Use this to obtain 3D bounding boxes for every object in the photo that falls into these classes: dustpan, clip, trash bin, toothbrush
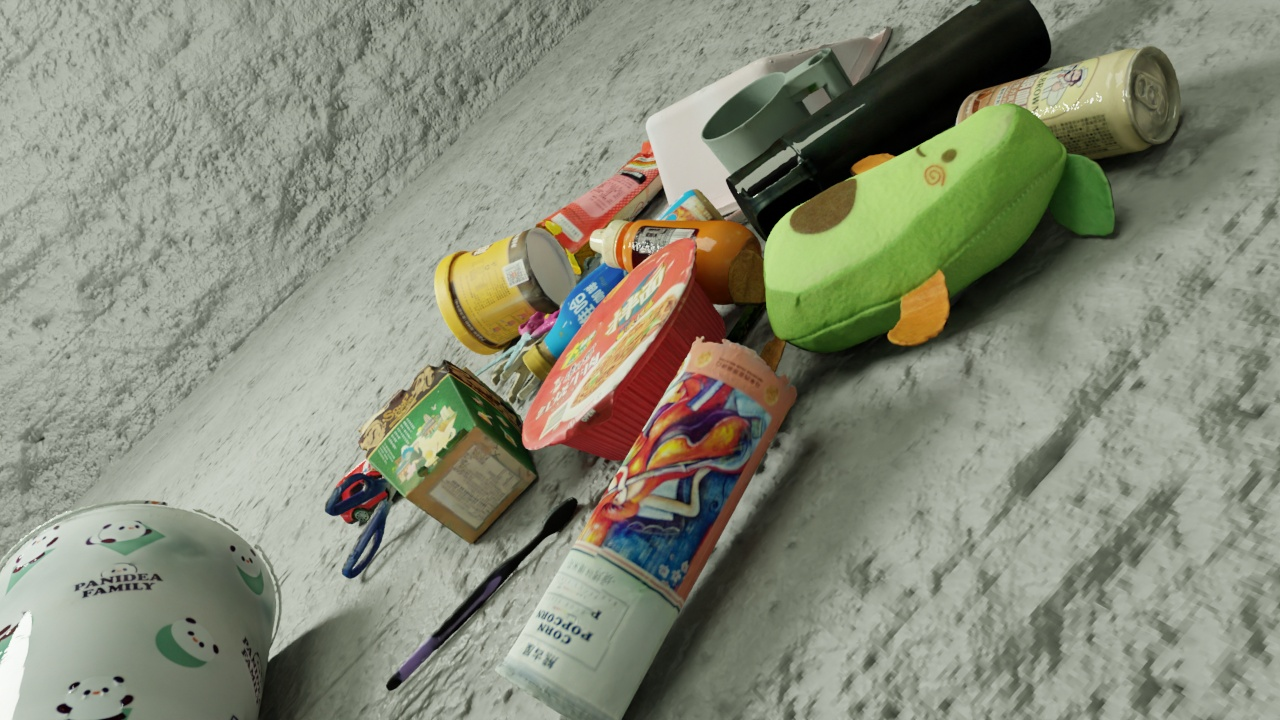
[{"bbox_3d":[0.126,-0.221,0.942,0.272,0.139,0.223,-26,7,-41],"label":"dustpan"},{"bbox_3d":[-0.113,0.000,0.911,0.070,0.034,0.099,-24,25,38],"label":"clip"},{"bbox_3d":[-0.393,0.266,0.683,0.229,0.229,0.252,-42,29,2],"label":"trash bin"},{"bbox_3d":[-0.114,0.166,0.661,0.189,0.014,0.017,-45,17,-5],"label":"toothbrush"},{"bbox_3d":[0.063,-0.006,0.674,0.185,0.012,0.017,-54,5,-25],"label":"toothbrush"}]

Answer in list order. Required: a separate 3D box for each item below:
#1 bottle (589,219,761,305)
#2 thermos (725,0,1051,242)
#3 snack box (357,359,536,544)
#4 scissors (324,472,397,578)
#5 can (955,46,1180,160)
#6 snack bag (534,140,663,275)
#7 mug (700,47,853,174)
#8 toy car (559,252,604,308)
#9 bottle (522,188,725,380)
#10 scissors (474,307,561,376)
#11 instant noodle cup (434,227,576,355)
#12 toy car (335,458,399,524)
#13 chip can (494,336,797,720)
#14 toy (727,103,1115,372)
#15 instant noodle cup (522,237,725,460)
[{"bbox_3d":[0.022,-0.088,0.749,0.150,0.067,0.066,14,56,30],"label":"bottle"},{"bbox_3d":[0.181,-0.177,0.675,0.242,0.068,0.090,-34,9,5],"label":"thermos"},{"bbox_3d":[-0.152,0.083,0.759,0.118,0.117,0.105,-46,37,-3],"label":"snack box"},{"bbox_3d":[-0.232,0.122,0.833,0.162,0.012,0.175,-69,-16,7],"label":"scissors"},{"bbox_3d":[0.256,-0.148,0.560,0.058,0.058,0.116,-53,26,-21],"label":"can"},{"bbox_3d":[-0.027,-0.192,1.068,0.207,0.073,0.129,-45,25,-17],"label":"snack bag"},{"bbox_3d":[0.128,-0.179,0.751,0.124,0.103,0.083,-25,29,32],"label":"mug"},{"bbox_3d":[-0.047,-0.073,0.929,0.043,0.034,0.090,0,57,53],"label":"toy car"},{"bbox_3d":[-0.015,-0.061,0.822,0.219,0.065,0.065,-40,24,6],"label":"bottle"},{"bbox_3d":[-0.110,-0.024,0.895,0.133,0.017,0.133,-35,19,-1],"label":"scissors"},{"bbox_3d":[-0.141,-0.079,0.991,0.115,0.118,0.118,-21,31,25],"label":"instant noodle cup"},{"bbox_3d":[-0.262,0.119,0.928,0.121,0.045,0.052,-33,27,15],"label":"toy car"},{"bbox_3d":[0.008,0.092,0.502,0.071,0.071,0.214,0,53,57],"label":"chip can"},{"bbox_3d":[0.147,-0.070,0.563,0.247,0.090,0.226,-34,31,28],"label":"toy"},{"bbox_3d":[-0.004,0.004,0.671,0.194,0.066,0.193,-46,16,17],"label":"instant noodle cup"}]
